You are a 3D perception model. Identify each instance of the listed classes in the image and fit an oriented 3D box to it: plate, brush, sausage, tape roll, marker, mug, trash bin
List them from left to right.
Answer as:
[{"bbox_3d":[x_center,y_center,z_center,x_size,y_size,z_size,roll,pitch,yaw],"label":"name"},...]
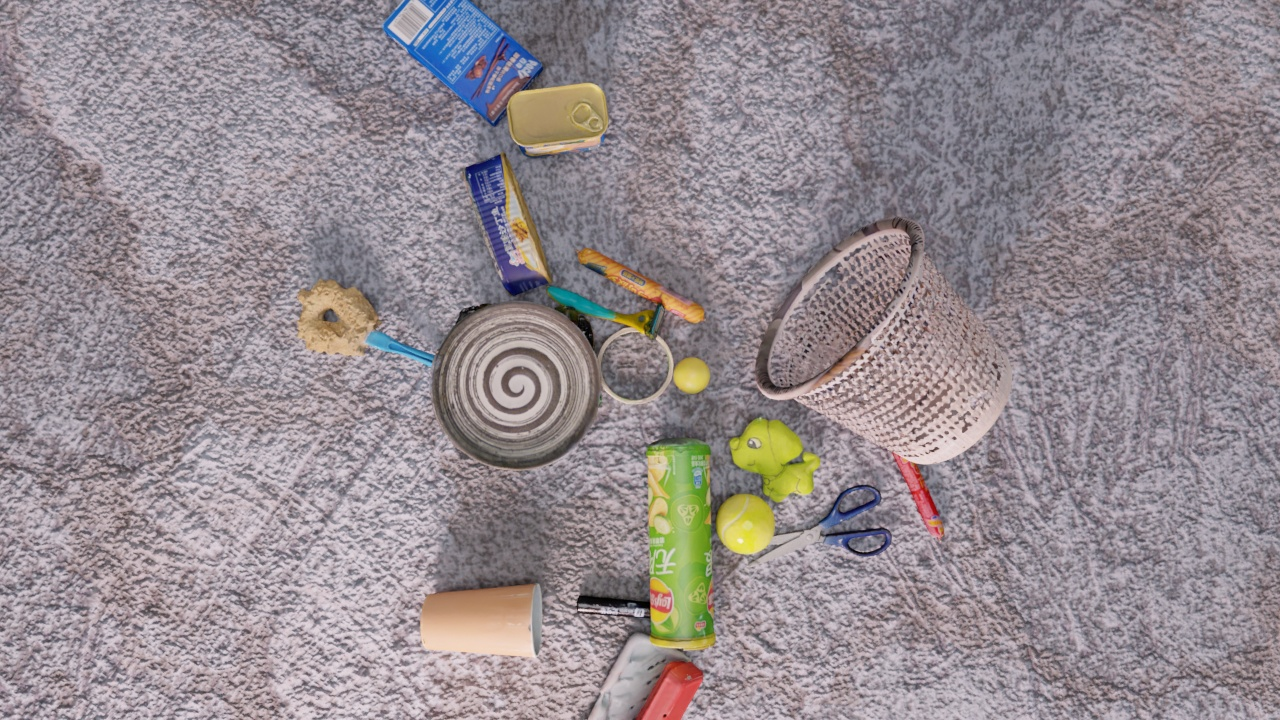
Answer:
[{"bbox_3d":[-0.256,-0.013,1.002,0.254,0.046,0.083,23,87,-7],"label":"brush"},{"bbox_3d":[-0.172,0.283,0.999,0.123,0.078,0.078,-1,92,3],"label":"mug"},{"bbox_3d":[-0.131,0.026,0.963,0.179,0.024,0.179,0,94,-3],"label":"plate"},{"bbox_3d":[-0.006,0.006,1.022,0.086,0.014,0.086,0,92,-3],"label":"tape roll"},{"bbox_3d":[-0.006,0.278,1.030,0.132,0.022,0.020,5,81,-2],"label":"marker"},{"bbox_3d":[0.001,-0.083,1.015,0.165,0.021,0.021,27,91,-3],"label":"sausage"},{"bbox_3d":[0.263,-0.004,0.949,0.192,0.227,0.227,37,90,-16],"label":"trash bin"},{"bbox_3d":[0.311,0.136,1.040,0.020,0.020,0.156,-26,93,-2],"label":"sausage"}]

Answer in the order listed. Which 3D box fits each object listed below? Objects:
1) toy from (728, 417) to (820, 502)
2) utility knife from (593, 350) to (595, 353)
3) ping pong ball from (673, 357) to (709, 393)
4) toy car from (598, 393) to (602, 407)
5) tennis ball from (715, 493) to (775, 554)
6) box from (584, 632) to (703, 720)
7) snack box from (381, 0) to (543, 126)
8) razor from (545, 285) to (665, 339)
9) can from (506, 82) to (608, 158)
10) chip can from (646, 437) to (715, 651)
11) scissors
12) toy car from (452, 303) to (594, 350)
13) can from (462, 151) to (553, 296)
[{"bbox_3d":[0.151,0.108,1.026,0.096,0.031,0.100,-14,97,-2],"label":"toy"},{"bbox_3d":[-0.097,0.054,1.020,0.029,0.013,0.164,32,90,-4],"label":"utility knife"},{"bbox_3d":[0.057,0.017,1.012,0.040,0.040,0.040,0,92,-3],"label":"ping pong ball"},{"bbox_3d":[-0.086,0.045,0.998,0.091,0.036,0.043,-19,88,-7],"label":"toy car"},{"bbox_3d":[0.115,0.180,1.010,0.065,0.065,0.065,0,92,-3],"label":"tennis ball"},{"bbox_3d":[-0.019,0.406,1.016,0.099,0.095,0.201,29,92,26],"label":"box"},{"bbox_3d":[-0.191,-0.337,0.993,0.157,0.026,0.084,41,90,-4],"label":"snack box"},{"bbox_3d":[-0.041,-0.057,1.008,0.132,0.028,0.043,16,64,4],"label":"razor"},{"bbox_3d":[-0.086,-0.252,0.974,0.102,0.083,0.057,-8,93,-3],"label":"can"},{"bbox_3d":[0.043,0.194,0.991,0.072,0.072,0.221,-1,84,-3],"label":"chip can"},{"bbox_3d":[0.201,0.188,1.041,0.171,0.012,0.141,15,93,-2],"label":"scissors"},{"bbox_3d":[-0.127,-0.025,0.999,0.156,0.041,0.071,4,79,-3],"label":"toy car"},{"bbox_3d":[-0.142,-0.145,0.981,0.049,0.074,0.148,-20,92,1],"label":"can"}]
